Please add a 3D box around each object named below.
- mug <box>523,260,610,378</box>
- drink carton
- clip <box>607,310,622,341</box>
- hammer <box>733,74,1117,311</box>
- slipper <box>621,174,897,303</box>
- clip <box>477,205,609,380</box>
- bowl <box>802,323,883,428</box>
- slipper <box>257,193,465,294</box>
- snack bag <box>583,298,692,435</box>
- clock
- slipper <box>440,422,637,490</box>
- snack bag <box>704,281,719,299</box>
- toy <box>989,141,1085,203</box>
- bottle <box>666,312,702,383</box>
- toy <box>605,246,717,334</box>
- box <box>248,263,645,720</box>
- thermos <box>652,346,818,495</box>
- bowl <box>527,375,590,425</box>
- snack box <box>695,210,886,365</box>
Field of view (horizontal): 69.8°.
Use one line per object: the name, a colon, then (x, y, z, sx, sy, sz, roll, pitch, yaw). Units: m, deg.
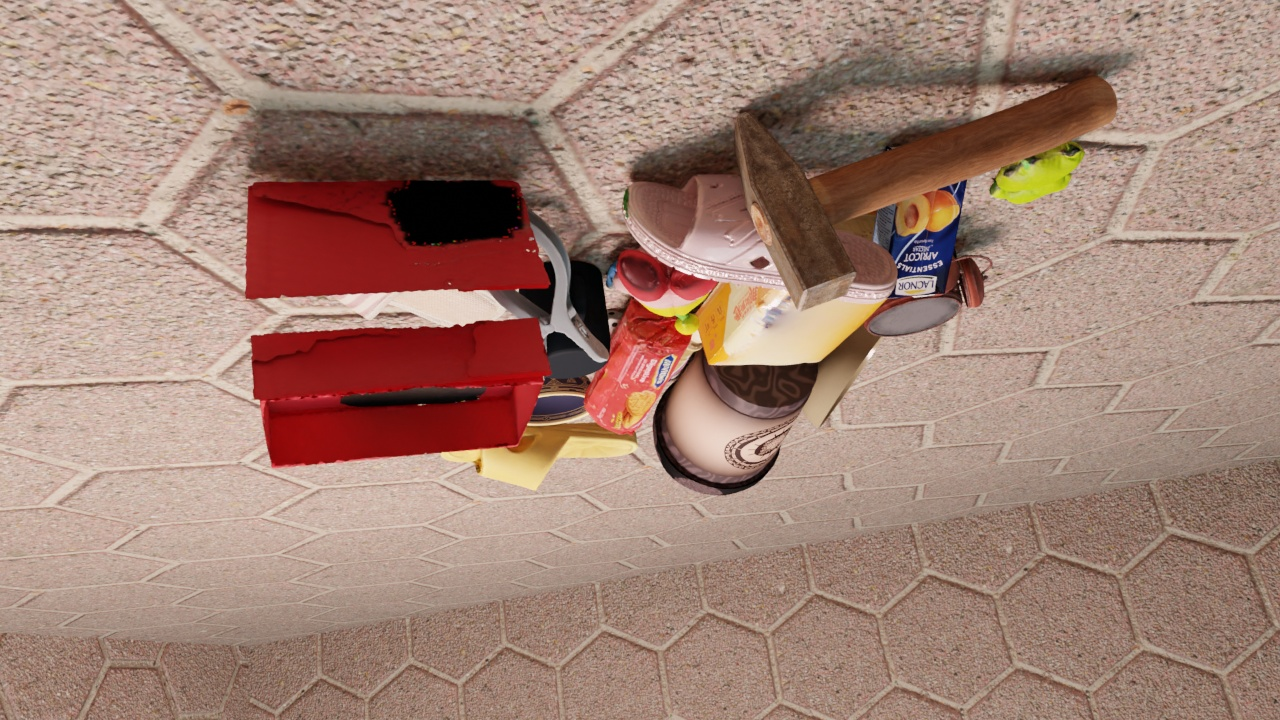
mug: (-0.070, -0.045, 0.893, 0.085, 0.094, 0.122, -2, 158, -16)
drink carton: (0.240, -0.120, 0.800, 0.064, 0.040, 0.130, -5, 121, -9)
clip: (-0.042, -0.028, 1.029, 0.101, 0.056, 0.056, 6, 179, -35)
hammer: (0.227, -0.160, 0.707, 0.300, 0.157, 0.037, -20, 160, -6)
slipper: (0.104, -0.108, 0.753, 0.239, 0.094, 0.065, 14, 134, -6)
clip: (-0.107, -0.053, 0.820, 0.112, 0.028, 0.163, -18, 116, 15)
bowl: (0.243, 0.009, 1.139, 0.152, 0.050, 0.152, -51, 166, -18)
slipper: (-0.218, -0.072, 0.824, 0.115, 0.052, 0.262, -19, 156, 27)
snack bag: (-0.006, 0.006, 1.014, 0.082, 0.082, 0.177, 3, 134, -28)
clock: (0.293, -0.082, 0.969, 0.120, 0.072, 0.158, 10, 153, -39)
slipper: (-0.129, 0.127, 1.191, 0.263, 0.078, 0.100, -2, 160, -19)
snack bag: (0.102, -0.076, 0.982, 0.099, 0.020, 0.026, 2, 156, -25)
toy: (0.356, -0.168, 0.826, 0.093, 0.036, 0.094, 6, 162, -44)
bottle: (0.029, -0.008, 1.074, 0.059, 0.059, 0.167, 5, 154, -32)
toy: (0.024, -0.069, 0.887, 0.124, 0.097, 0.131, -8, -177, 7)
box: (-0.155, 0.102, 0.654, 0.216, 0.350, 0.198, -5, 150, -21)
thermos: (0.117, 0.051, 1.127, 0.172, 0.172, 0.227, -3, 152, -15)
bowl: (-0.112, 0.032, 1.119, 0.112, 0.061, 0.112, -7, 159, -3)
snack box: (0.162, -0.063, 0.919, 0.145, 0.080, 0.196, -1, 151, -25)
